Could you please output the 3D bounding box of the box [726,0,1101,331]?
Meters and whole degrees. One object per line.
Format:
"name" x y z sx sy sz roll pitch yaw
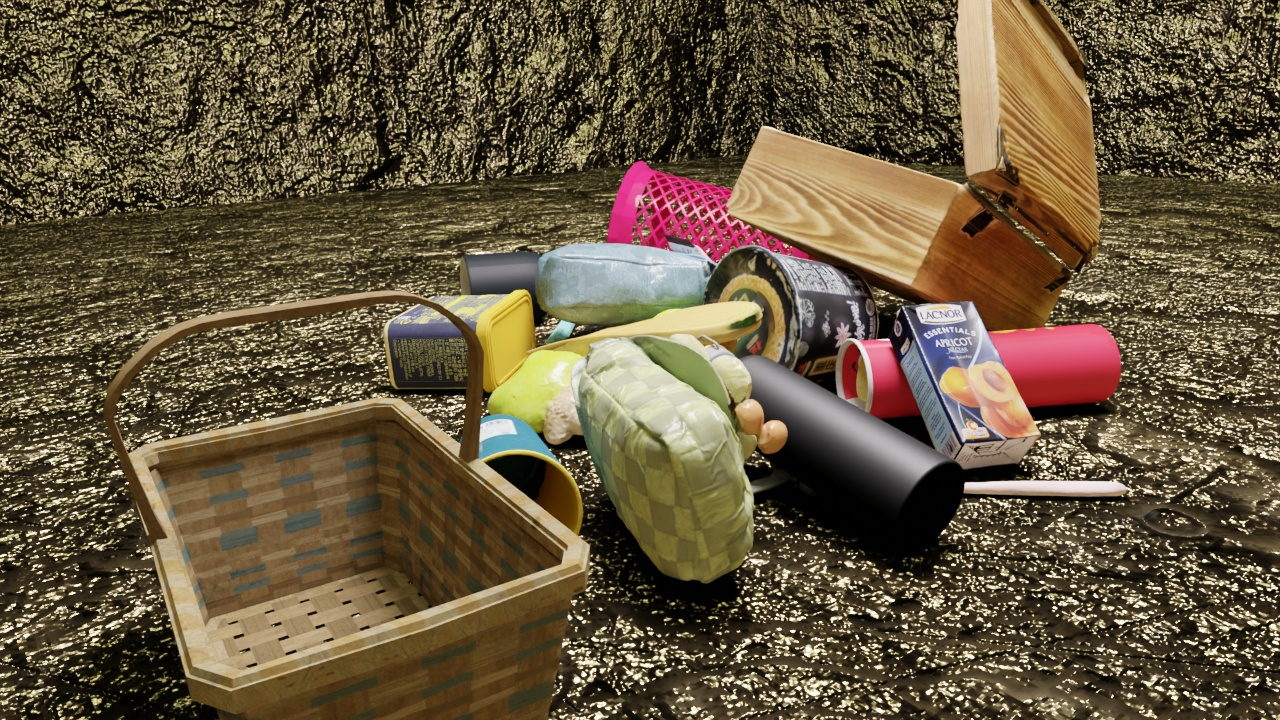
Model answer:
"box" 0.319 -0.201 0.878 0.278 0.315 0.282 18 12 -46

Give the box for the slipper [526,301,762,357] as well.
"slipper" -0.005 0.005 0.807 0.099 0.078 0.264 -17 6 -42

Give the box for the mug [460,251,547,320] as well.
"mug" -0.166 -0.081 1.109 0.094 0.085 0.122 -6 -12 -17

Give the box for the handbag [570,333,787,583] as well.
"handbag" 0.032 0.052 0.568 0.116 0.113 0.186 -21 23 -13

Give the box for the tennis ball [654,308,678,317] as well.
"tennis ball" 0.035 -0.017 0.881 0.065 0.065 0.065 -1 17 0

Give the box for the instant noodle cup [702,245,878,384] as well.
"instant noodle cup" 0.138 -0.033 0.820 0.112 0.137 0.137 -3 16 -30

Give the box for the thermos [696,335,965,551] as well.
"thermos" 0.104 0.043 0.622 0.061 0.061 0.231 -13 30 -33

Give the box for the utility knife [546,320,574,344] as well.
"utility knife" -0.083 -0.047 1.077 0.022 0.016 0.179 1 19 6

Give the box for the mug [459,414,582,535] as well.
"mug" -0.085 0.076 0.577 0.078 0.078 0.121 -5 13 -12

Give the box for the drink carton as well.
"drink carton" 0.238 0.016 0.686 0.064 0.040 0.129 -4 52 -10

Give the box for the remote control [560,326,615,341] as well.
"remote control" -0.036 -0.033 1.028 0.032 0.015 0.136 10 23 33

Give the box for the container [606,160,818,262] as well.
"container" 0.094 -0.131 1.102 0.226 0.183 0.182 11 20 15

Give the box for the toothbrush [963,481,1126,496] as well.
"toothbrush" 0.234 0.083 0.620 0.181 0.018 0.015 1 18 5

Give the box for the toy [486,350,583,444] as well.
"toy" -0.066 0.031 0.750 0.115 0.046 0.091 17 51 36

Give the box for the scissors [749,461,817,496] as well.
"scissors" 0.125 0.073 0.655 0.128 0.019 0.140 7 25 13

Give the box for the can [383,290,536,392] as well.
"can" -0.174 -0.020 0.900 0.104 0.075 0.135 -1 17 12

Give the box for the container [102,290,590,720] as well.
"container" -0.142 0.065 0.416 0.157 0.186 0.250 -12 20 -31

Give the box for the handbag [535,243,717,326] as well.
"handbag" -0.012 -0.060 0.947 0.191 0.118 0.122 0 3 -17

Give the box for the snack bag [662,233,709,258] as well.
"snack bag" 0.085 -0.084 1.008 0.013 0.158 0.057 -52 31 -9

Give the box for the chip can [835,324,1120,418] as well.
"chip can" 0.281 0.010 0.767 0.220 0.069 0.069 -4 17 -9
